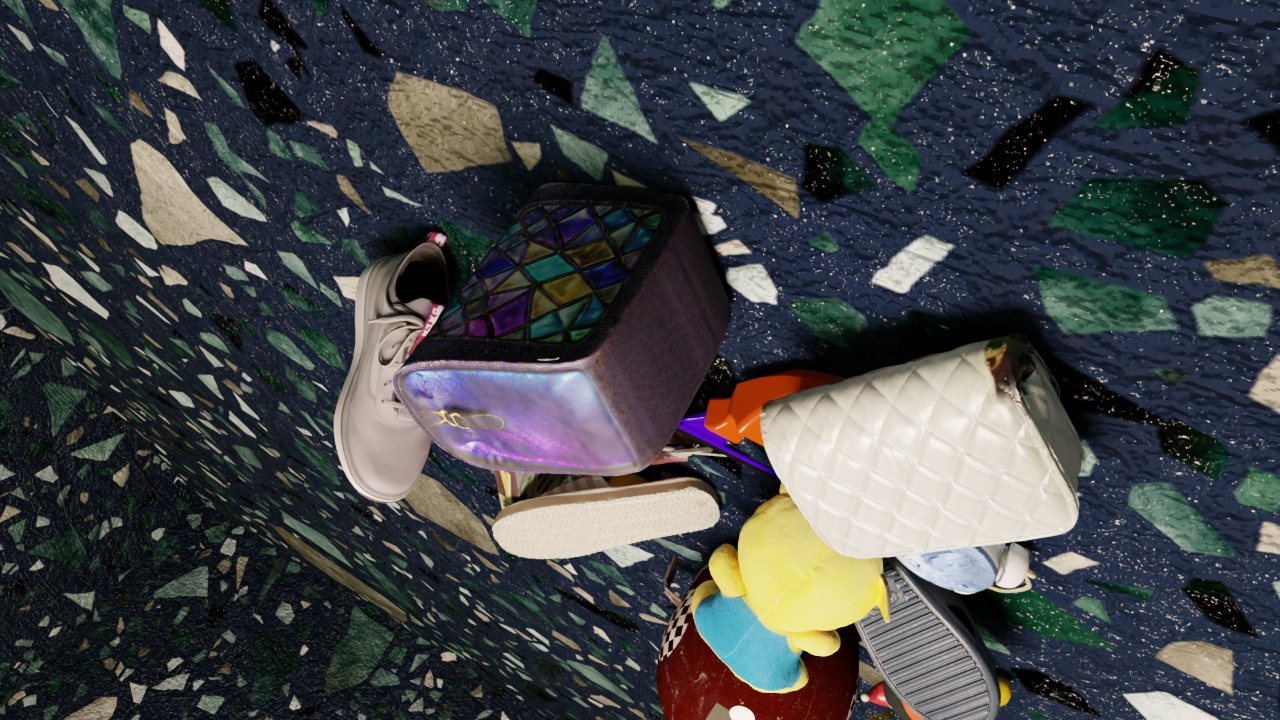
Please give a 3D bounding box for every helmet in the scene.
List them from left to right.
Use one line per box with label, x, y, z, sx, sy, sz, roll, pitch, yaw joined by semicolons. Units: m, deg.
helmet;0.125;0.329;1.026;0.233;0.252;0.234;22;142;4

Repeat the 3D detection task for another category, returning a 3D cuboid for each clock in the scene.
clock;-0.023;0.164;1.090;0.130;0.043;0.099;10;143;27
clock;0.268;0.158;0.763;0.125;0.051;0.089;39;150;-7

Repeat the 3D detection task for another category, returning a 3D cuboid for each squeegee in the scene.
squeegee;0.103;0.040;0.760;0.249;0.055;0.185;28;155;-26

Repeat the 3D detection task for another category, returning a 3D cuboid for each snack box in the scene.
snack box;-0.124;0.124;1.073;0.032;0.100;0.186;28;150;14

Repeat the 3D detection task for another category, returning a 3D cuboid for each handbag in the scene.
handbag;-0.066;-0.025;0.696;0.222;0.204;0.125;5;139;33
handbag;0.194;0.060;0.638;0.195;0.072;0.139;-18;115;39

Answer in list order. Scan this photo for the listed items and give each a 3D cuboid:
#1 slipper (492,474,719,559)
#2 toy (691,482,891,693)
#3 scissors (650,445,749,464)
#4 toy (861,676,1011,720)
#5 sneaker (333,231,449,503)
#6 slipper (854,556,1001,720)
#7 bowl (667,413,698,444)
slipper;-0.039;0.169;1.029;0.263;0.052;0.115;-12;135;17
toy;0.132;0.213;0.829;0.149;0.083;0.215;38;126;8
scissors;0.002;0.090;0.926;0.179;0.015;0.200;12;166;-16
toy;0.301;0.339;0.948;0.099;0.097;0.119;54;140;-7
sneaker;-0.224;0.002;0.881;0.096;0.262;0.129;14;154;-32
slipper;0.248;0.218;0.855;0.101;0.082;0.263;-38;86;41
bowl;0.001;0.053;0.879;0.119;0.032;0.119;10;168;2
